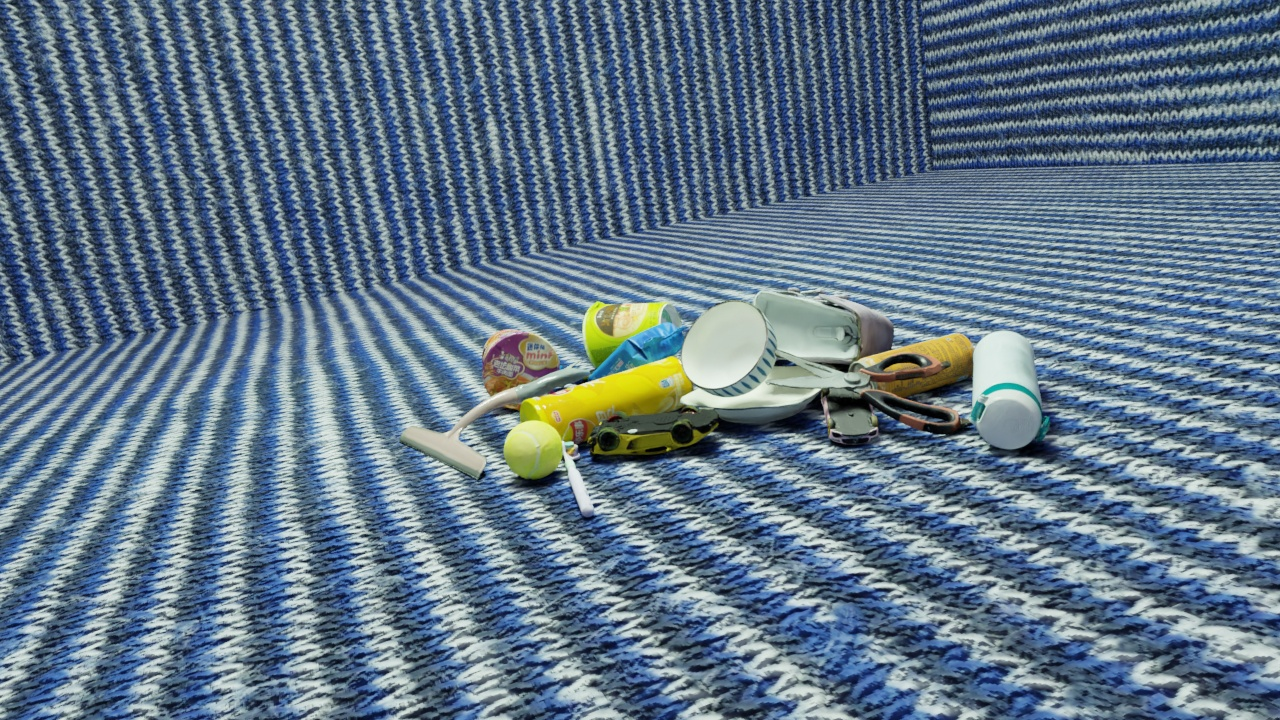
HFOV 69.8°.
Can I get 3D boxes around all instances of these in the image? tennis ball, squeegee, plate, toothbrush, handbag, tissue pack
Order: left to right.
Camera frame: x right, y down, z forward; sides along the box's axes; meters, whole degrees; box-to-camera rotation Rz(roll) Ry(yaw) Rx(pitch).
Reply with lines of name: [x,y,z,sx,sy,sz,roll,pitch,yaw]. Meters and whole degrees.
squeegee: [-0.170,0.056,1.204,0.249,0.040,0.248,-28,21,-30]
tennis ball: [-0.119,0.099,1.019,0.065,0.065,0.065,-9,14,2]
toothbrush: [-0.066,0.126,0.979,0.021,0.029,0.189,-50,17,4]
tissue pack: [-0.007,0.007,1.256,0.094,0.052,0.158,-27,-12,-45]
plate: [0.147,0.043,1.125,0.164,0.034,0.163,0,17,33]
handbag: [0.240,-0.040,1.192,0.145,0.098,0.196,11,4,26]

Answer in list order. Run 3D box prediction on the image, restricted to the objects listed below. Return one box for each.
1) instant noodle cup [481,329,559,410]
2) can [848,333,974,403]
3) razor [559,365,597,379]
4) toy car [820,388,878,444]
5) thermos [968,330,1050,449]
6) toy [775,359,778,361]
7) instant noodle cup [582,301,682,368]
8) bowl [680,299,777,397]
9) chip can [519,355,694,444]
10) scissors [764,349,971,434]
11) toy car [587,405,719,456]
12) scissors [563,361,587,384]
instant noodle cup: [-0.182,0.004,1.326,0.111,0.112,0.099,-14,18,-16]
can: [0.323,0.011,1.087,0.146,0.058,0.058,-14,15,-17]
razor: [-0.063,0.015,1.351,0.143,0.022,0.042,-8,21,9]
toy car: [0.229,0.059,1.012,0.056,0.037,0.122,-5,27,8]
thermos: [0.385,0.030,0.961,0.073,0.073,0.223,-4,16,21]
toy: [0.166,-0.014,1.330,0.108,0.039,0.083,-6,6,20]
instant noodle cup: [-0.006,-0.041,1.377,0.124,0.112,0.111,-7,14,27]
bowl: [0.113,-0.006,1.091,0.117,0.116,0.066,2,-23,39]
chip can: [-0.039,0.055,1.133,0.213,0.072,0.072,-16,16,-29]
scissors: [0.253,0.027,1.002,0.226,0.015,0.189,-13,40,-20]
toy car: [0.014,0.082,1.045,0.156,0.041,0.071,-8,14,13]
scissors: [-0.136,0.028,1.413,0.162,0.012,0.173,-22,20,-37]
